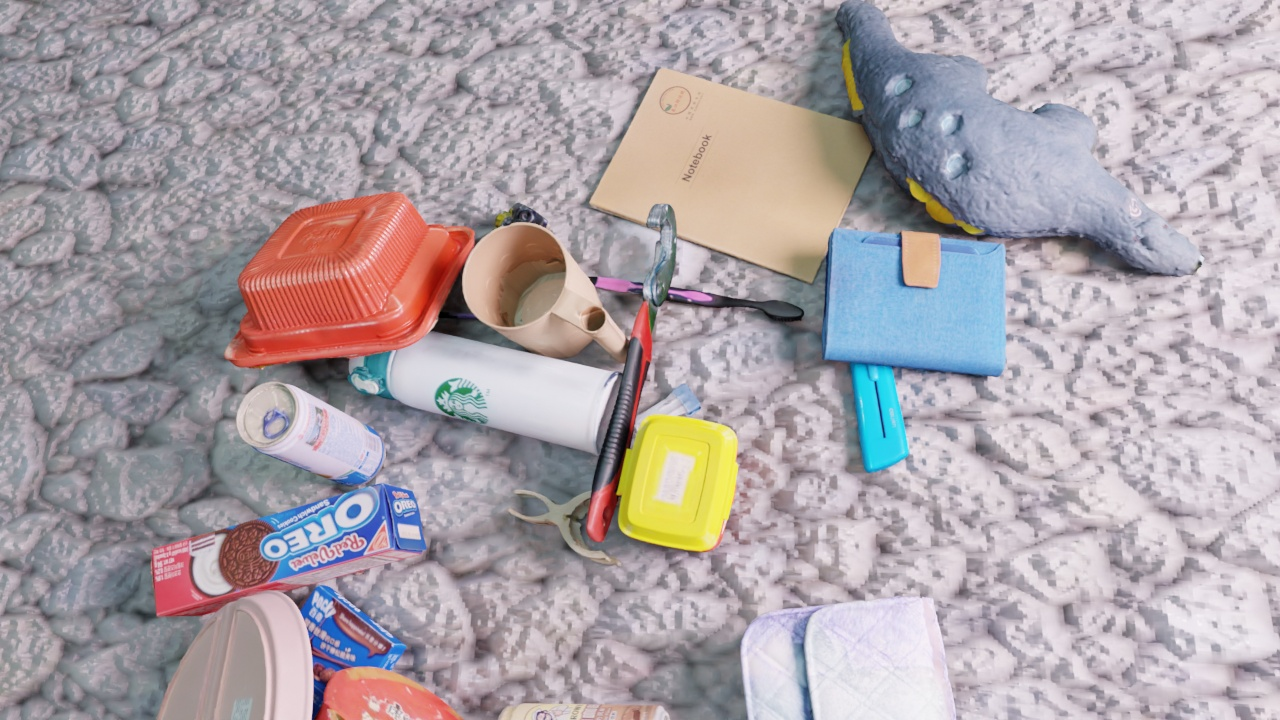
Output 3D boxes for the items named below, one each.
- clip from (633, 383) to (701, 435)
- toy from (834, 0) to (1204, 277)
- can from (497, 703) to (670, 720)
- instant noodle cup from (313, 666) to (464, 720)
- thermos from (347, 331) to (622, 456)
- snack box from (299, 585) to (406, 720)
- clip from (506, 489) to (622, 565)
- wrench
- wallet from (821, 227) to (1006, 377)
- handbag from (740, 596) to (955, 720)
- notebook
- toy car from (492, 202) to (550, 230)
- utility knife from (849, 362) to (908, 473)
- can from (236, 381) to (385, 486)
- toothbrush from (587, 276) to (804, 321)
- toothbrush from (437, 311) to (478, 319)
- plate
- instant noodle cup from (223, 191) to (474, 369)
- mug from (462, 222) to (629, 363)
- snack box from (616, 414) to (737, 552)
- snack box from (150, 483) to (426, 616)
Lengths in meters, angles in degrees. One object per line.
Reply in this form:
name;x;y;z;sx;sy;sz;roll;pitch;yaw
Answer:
clip;0.019;0.041;0.719;0.057;0.031;0.025;-31;70;-4
toy;0.258;-0.166;0.703;0.137;0.092;0.356;-34;66;-30
can;-0.039;0.269;0.635;0.116;0.058;0.058;-4;71;11
instant noodle cup;-0.186;0.296;0.626;0.138;0.138;0.108;37;92;21
thermos;-0.127;0.020;0.732;0.224;0.073;0.073;12;75;17
snack box;-0.259;0.263;0.705;0.084;0.026;0.157;30;81;20
clip;-0.052;0.132;0.698;0.103;0.035;0.092;-11;69;14
wrench;-0.004;0.004;0.698;0.016;0.056;0.273;4;68;21
wallet;0.205;-0.045;0.686;0.133;0.040;0.106;6;72;3
handbag;0.139;0.256;0.590;0.134;0.075;0.193;-9;71;9
notebook;0.077;-0.162;0.779;0.208;0.008;0.147;22;78;19
toy car;-0.114;-0.088;0.784;0.042;0.035;0.090;33;89;23
utility knife;0.173;-0.013;0.703;0.034;0.018;0.198;-9;69;11
can;-0.252;0.059;0.713;0.053;0.134;0.053;-4;70;11
toothbrush;0.041;-0.051;0.750;0.189;0.018;0.014;10;74;20
toothbrush;-0.209;-0.039;0.801;0.189;0.014;0.016;4;80;14
plate;-0.299;0.276;0.645;0.230;0.028;0.229;-25;53;38
instant noodle cup;-0.246;-0.072;0.754;0.189;0.079;0.164;-7;39;16
mug;-0.064;-0.042;0.717;0.125;0.103;0.084;29;84;19
snack box;0.030;0.093;0.666;0.082;0.080;0.091;9;74;15
snack box;-0.279;0.152;0.731;0.207;0.058;0.057;-16;72;7
